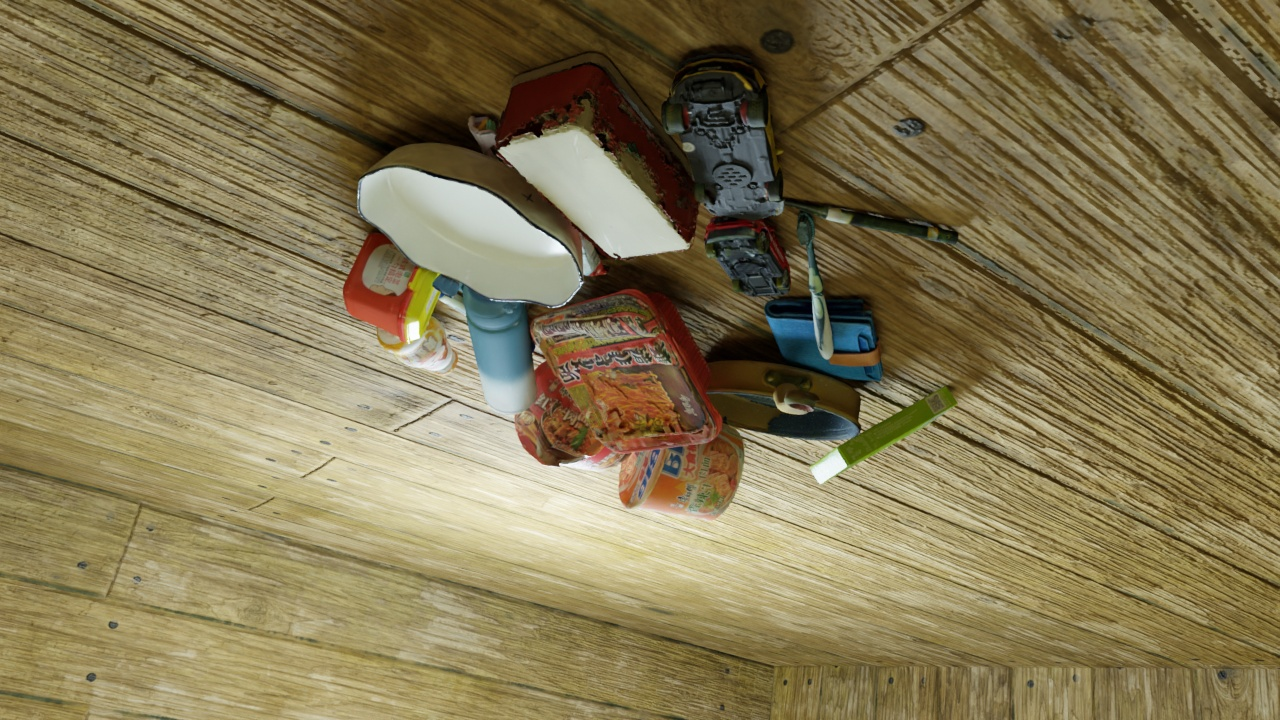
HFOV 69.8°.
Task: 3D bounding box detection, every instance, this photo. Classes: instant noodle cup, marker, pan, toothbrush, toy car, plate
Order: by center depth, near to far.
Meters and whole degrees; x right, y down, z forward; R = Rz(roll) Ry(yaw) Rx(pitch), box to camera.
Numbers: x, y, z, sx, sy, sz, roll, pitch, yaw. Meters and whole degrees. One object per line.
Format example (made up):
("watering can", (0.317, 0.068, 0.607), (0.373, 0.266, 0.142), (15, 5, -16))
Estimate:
("toy car", (0.063, -0.154, 0.659), (0.071, 0.041, 0.156), (1, 153, 19))
("toothbrush", (0.165, -0.113, 0.742), (0.186, 0.017, 0.012), (11, 169, -1))
("toy car", (0.093, -0.092, 0.780), (0.053, 0.045, 0.120), (-3, 160, 23))
("toothbrush", (-0.106, -0.142, 0.783), (0.029, 0.021, 0.189), (42, 170, 24))
("plate", (-0.140, -0.115, 0.785), (0.205, 0.045, 0.205), (18, 160, 6))
("toothbrush", (0.157, -0.059, 0.820), (0.016, 0.018, 0.192), (6, 144, 23))
("instant noodle cup", (-0.006, 0.005, 0.943), (0.165, 0.078, 0.189), (-11, 119, 39))
("pan", (0.147, 0.045, 0.956), (0.198, 0.078, 0.358), (10, 166, 3))
("marker", (-0.171, -0.044, 1.026), (0.017, 0.016, 0.145), (-9, 150, 36))
("instant noodle cup", (-0.068, 0.070, 1.113), (0.138, 0.137, 0.108), (-1, 163, 22))
("instant noodle cup", (0.052, 0.126, 1.134), (0.111, 0.151, 0.152), (19, 155, -17))

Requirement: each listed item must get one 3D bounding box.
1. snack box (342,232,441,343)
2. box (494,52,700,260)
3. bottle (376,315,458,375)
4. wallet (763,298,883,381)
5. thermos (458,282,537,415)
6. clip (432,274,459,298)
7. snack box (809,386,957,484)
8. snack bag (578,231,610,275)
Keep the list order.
("snack box", (-0.241, -0.075, 0.899), (0.080, 0.091, 0.082), (20, 155, -4))
("box", (-0.025, -0.138, 0.686), (0.091, 0.078, 0.168), (-5, 153, 32))
("bottle", (-0.251, -0.021, 1.052), (0.063, 0.063, 0.108), (-1, 154, 23))
("wallet", (0.188, -0.018, 0.924), (0.106, 0.040, 0.133), (5, 157, 22))
("thermos", (-0.150, -0.021, 0.988), (0.070, 0.070, 0.221), (8, 148, 4))
("clip", (-0.180, -0.086, 0.887), (0.024, 0.056, 0.028), (32, 150, -14))
("snack box", (0.269, 0.084, 1.019), (0.156, 0.026, 0.086), (-26, 165, -18))
("snack bag", (-0.060, -0.105, 0.834), (0.045, 0.026, 0.105), (12, 157, 17))
